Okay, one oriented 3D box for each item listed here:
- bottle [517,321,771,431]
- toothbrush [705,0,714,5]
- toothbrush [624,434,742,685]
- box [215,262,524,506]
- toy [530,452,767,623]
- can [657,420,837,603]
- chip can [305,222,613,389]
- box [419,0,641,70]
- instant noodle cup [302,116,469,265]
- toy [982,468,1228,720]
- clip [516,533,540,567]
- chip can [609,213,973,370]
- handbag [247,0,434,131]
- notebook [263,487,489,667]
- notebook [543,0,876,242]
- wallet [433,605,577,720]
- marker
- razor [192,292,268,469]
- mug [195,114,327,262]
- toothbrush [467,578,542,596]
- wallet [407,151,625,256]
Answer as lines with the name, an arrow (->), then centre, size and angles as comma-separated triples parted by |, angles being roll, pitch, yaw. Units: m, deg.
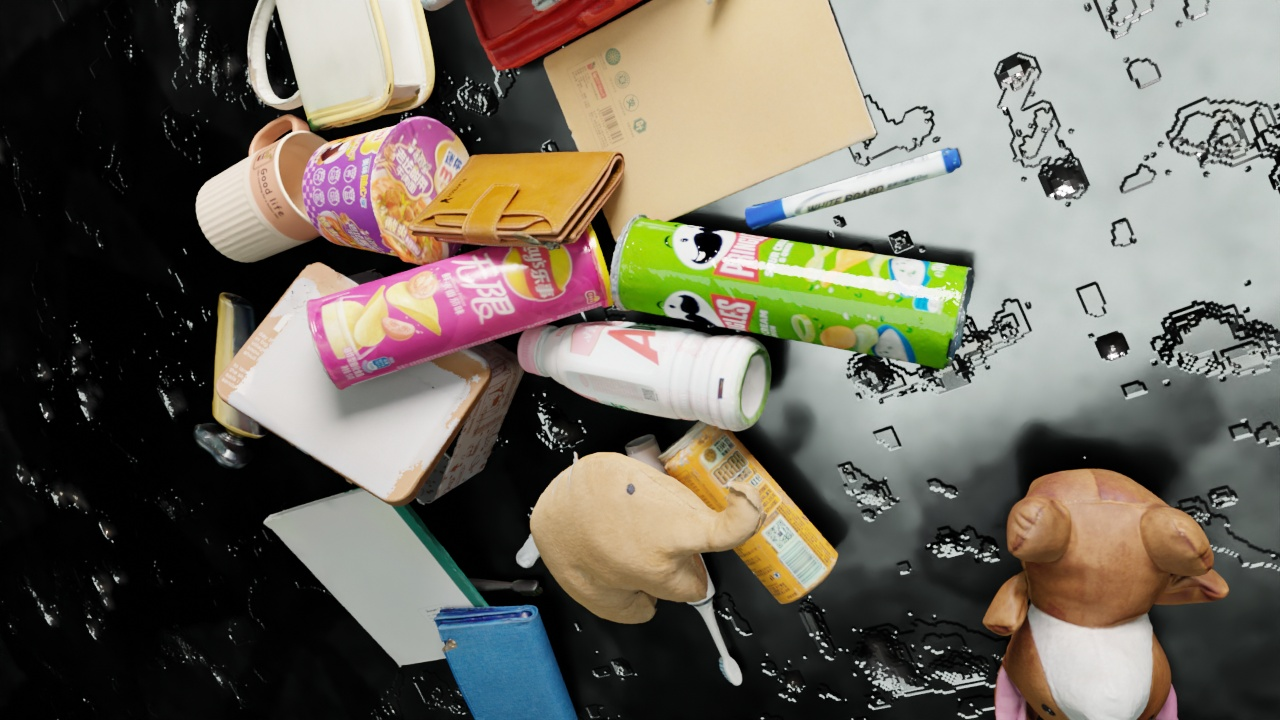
bottle -> -0.004, 0.004, 0.688 | 0.197, 0.068, 0.068 | 10, 109, 29
toothbrush -> 0.091, -0.314, 0.578 | 0.018, 0.016, 0.192 | 30, 111, 3
toothbrush -> 0.039, 0.166, 0.744 | 0.026, 0.026, 0.221 | -6, 107, 64
box -> -0.214, 0.024, 0.731 | 0.182, 0.168, 0.151 | 30, 116, 13
toy -> -0.005, 0.126, 0.687 | 0.143, 0.082, 0.227 | 41, 142, -6
can -> 0.081, 0.111, 0.692 | 0.058, 0.058, 0.146 | -42, 86, 27
chip can -> -0.130, -0.043, 0.672 | 0.210, 0.071, 0.071 | -18, 99, -6
box -> -0.052, -0.276, 0.611 | 0.202, 0.099, 0.095 | -19, 96, 27
instant noodle cup -> -0.201, -0.132, 0.719 | 0.099, 0.111, 0.112 | 7, 108, 30
toy -> 0.294, 0.173, 0.590 | 0.140, 0.130, 0.200 | 3, 116, 16
clip -> -0.088, 0.155, 0.799 | 0.024, 0.028, 0.057 | 41, 107, 6
chip can -> 0.100, -0.049, 0.629 | 0.236, 0.072, 0.072 | 12, 110, 19
handbag -> -0.251, -0.268, 0.725 | 0.179, 0.063, 0.163 | -3, 105, 34
notebook -> -0.226, 0.202, 0.838 | 0.151, 0.012, 0.209 | -18, 118, 26
notebook -> 0.042, -0.187, 0.647 | 0.208, 0.008, 0.148 | -19, 98, 27
wallet -> -0.122, 0.281, 0.833 | 0.106, 0.040, 0.133 | -8, 113, 19
marker -> 0.141, -0.115, 0.621 | 0.146, 0.016, 0.017 | -13, 100, 26
razor -> -0.389, 0.019, 0.872 | 0.067, 0.062, 0.167 | 4, 104, -9
mug -> -0.309, -0.149, 0.777 | 0.106, 0.081, 0.114 | -16, 72, 28
toothbrush -> -0.186, 0.211, 0.857 | 0.213, 0.026, 0.027 | -5, 136, 23
wallet -> -0.091, -0.113, 0.665 | 0.131, 0.118, 0.035 | 6, 131, 27
